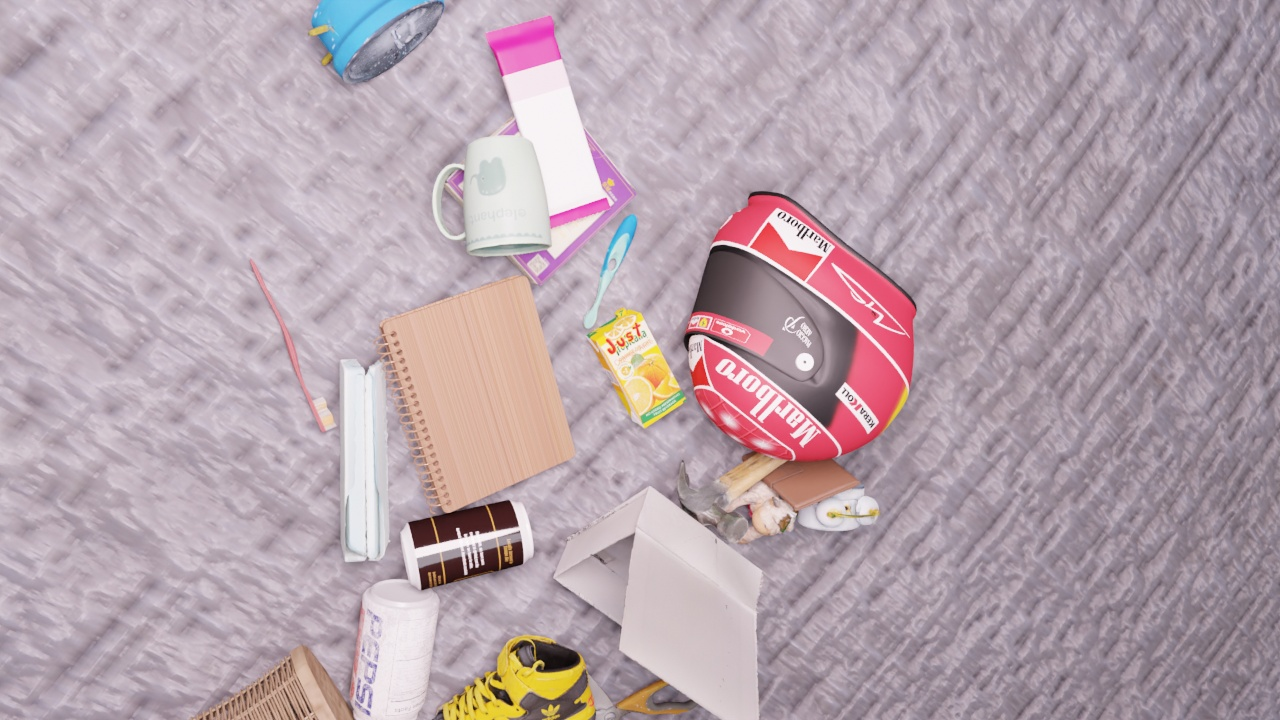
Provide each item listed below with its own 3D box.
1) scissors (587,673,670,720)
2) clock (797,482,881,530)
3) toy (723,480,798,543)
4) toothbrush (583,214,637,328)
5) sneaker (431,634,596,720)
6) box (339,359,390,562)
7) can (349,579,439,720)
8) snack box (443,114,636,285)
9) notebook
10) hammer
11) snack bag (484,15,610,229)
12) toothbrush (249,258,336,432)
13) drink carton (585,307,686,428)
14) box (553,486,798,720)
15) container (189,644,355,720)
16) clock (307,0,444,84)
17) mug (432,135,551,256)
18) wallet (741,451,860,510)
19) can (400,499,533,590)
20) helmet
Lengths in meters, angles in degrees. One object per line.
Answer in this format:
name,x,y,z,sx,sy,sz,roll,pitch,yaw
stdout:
scissors,-0.023,0.443,1.100,0.225,0.016,0.226,0,99,-20
clock,0.233,0.171,1.094,0.083,0.118,0.057,0,92,-21
toy,0.142,0.182,1.072,0.085,0.106,0.074,52,59,-28
toothbrush,-0.034,-0.098,1.005,0.022,0.017,0.135,23,88,-22
sneaker,-0.164,0.375,0.999,0.238,0.086,0.122,-4,97,-17
box,-0.279,0.099,0.917,0.070,0.085,0.199,3,98,8
can,-0.257,0.305,0.956,0.078,0.078,0.136,7,97,-21
snack box,-0.103,-0.179,0.950,0.148,0.040,0.143,-44,111,-8
notebook,-0.169,0.036,0.953,0.168,0.022,0.210,-22,110,-25
hammer,0.182,0.091,1.076,0.329,0.132,0.033,-31,120,-24
snack bag,-0.090,-0.235,0.913,0.070,0.016,0.196,-21,104,-13
toothbrush,-0.344,-0.014,0.905,0.015,0.015,0.184,-24,106,-18
drink carton,-0.006,0.006,1.018,0.058,0.041,0.122,-32,108,-12
box,0.054,0.236,0.875,0.167,0.413,0.149,38,81,-15
container,-0.362,0.406,0.865,0.195,0.227,0.227,-31,108,-20
clock,-0.229,-0.323,0.842,0.161,0.117,0.060,-42,98,-10
mug,-0.145,-0.155,0.879,0.111,0.084,0.104,-6,90,10
wallet,0.184,0.128,1.067,0.087,0.121,0.013,-19,119,-17
can,-0.183,0.193,0.968,0.128,0.072,0.072,-11,103,-19
helmet,0.156,-0.013,0.985,0.271,0.198,0.224,39,79,-3
